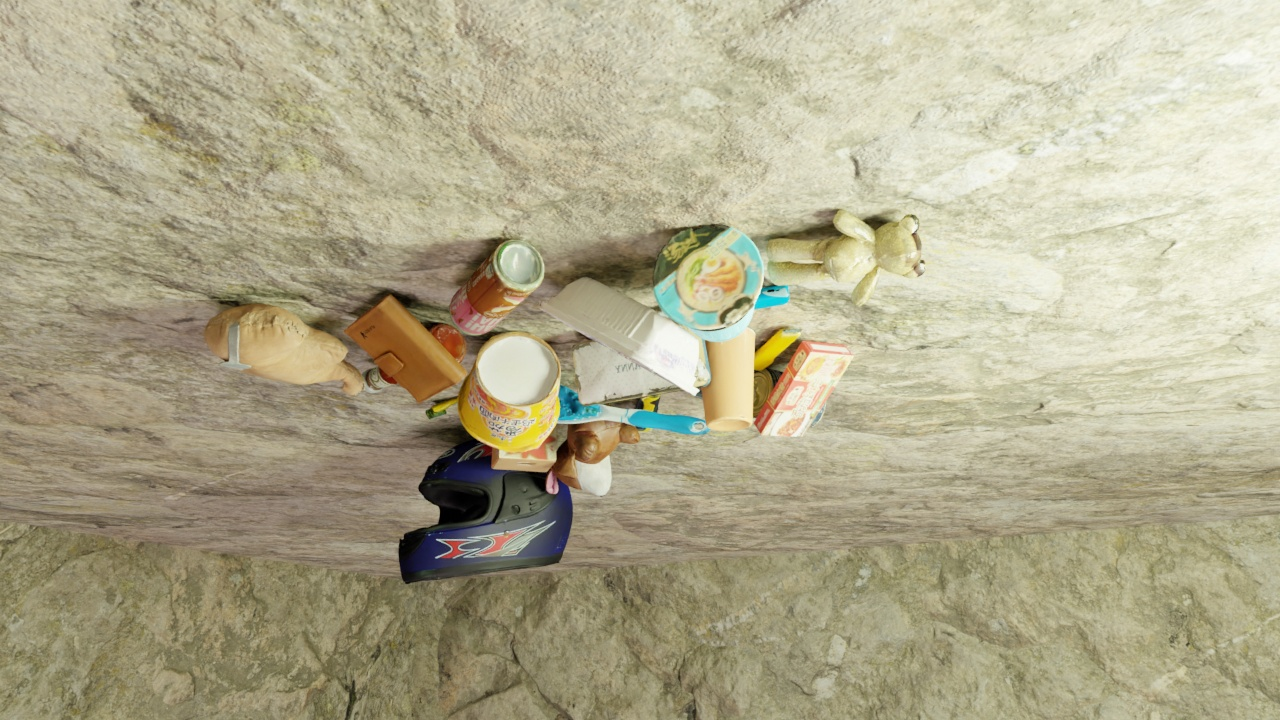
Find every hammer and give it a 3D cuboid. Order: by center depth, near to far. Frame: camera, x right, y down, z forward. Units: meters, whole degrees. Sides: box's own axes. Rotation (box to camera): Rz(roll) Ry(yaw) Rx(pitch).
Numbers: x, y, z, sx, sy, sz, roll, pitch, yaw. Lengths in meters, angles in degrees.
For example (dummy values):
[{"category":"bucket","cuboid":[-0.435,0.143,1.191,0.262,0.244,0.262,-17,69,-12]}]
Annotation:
[{"category":"hammer","cuboid":[0.013,0.051,1.377,0.126,0.031,0.324,1,160,-5]}]

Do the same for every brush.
[{"category":"brush","cuboid":[-0.061,0.073,1.339,0.315,0.060,0.109,6,171,24]}]

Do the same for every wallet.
[{"category":"wallet","cuboid":[-0.283,-0.011,1.105,0.108,0.031,0.132,-24,114,43]}]

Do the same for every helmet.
[{"category":"helmet","cuboid":[-0.275,0.255,1.614,0.314,0.240,0.248,0,164,-35]}]

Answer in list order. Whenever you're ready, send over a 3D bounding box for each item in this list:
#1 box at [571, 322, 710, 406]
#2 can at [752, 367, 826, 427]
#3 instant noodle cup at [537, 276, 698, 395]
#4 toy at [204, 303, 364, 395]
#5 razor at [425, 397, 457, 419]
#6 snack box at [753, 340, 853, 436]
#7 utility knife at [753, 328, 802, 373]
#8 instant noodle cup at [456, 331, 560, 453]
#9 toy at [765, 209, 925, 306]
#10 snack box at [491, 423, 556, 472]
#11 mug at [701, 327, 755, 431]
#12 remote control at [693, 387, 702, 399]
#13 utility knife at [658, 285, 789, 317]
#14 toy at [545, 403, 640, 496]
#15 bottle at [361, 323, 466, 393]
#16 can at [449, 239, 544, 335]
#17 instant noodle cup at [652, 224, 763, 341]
[{"category":"box","cuboid":[-0.007,0.007,1.157,0.185,0.090,0.061,-9,178,29]},{"category":"can","cuboid":[0.205,0.054,1.324,0.111,0.075,0.075,12,157,-33]},{"category":"instant noodle cup","cuboid":[-0.013,-0.034,1.012,0.173,0.060,0.138,30,180,34]},{"category":"toy","cuboid":[-0.434,-0.008,1.135,0.143,0.082,0.226,5,165,17]},{"category":"razor","cuboid":[-0.271,0.070,1.425,0.133,0.028,0.043,-7,-178,27]},{"category":"snack box","cuboid":[0.220,0.041,1.244,0.075,0.025,0.153,5,128,-29]},{"category":"utility knife","cuboid":[0.175,-0.015,1.219,0.033,0.015,0.164,6,159,-15]},{"category":"instant noodle cup","cuboid":[-0.165,0.035,1.195,0.138,0.137,0.110,4,152,-14]},{"category":"toy","cuboid":[0.202,-0.106,0.919,0.157,0.066,0.105,-4,118,22]},{"category":"snack box","cuboid":[-0.187,0.124,1.480,0.092,0.094,0.077,6,159,-16]},{"category":"mug","cuboid":[0.110,0.024,1.171,0.078,0.122,0.078,-1,161,0]},{"category":"remote control","cuboid":[0.111,0.033,1.325,0.056,0.019,0.135,17,160,1]},{"category":"utility knife","cuboid":[0.062,-0.060,1.088,0.237,0.018,0.034,-9,160,19]},{"category":"toy","cuboid":[-0.079,0.155,1.486,0.139,0.130,0.200,-14,158,-33]},{"category":"bottle","cuboid":[-0.306,0.004,1.205,0.059,0.059,0.207,17,154,-40]},{"category":"can","cuboid":[-0.156,-0.076,0.984,0.057,0.057,0.148,10,157,-28]},{"category":"instant noodle cup","cuboid":[0.076,-0.069,0.955,0.111,0.111,0.120,-4,166,9]}]
